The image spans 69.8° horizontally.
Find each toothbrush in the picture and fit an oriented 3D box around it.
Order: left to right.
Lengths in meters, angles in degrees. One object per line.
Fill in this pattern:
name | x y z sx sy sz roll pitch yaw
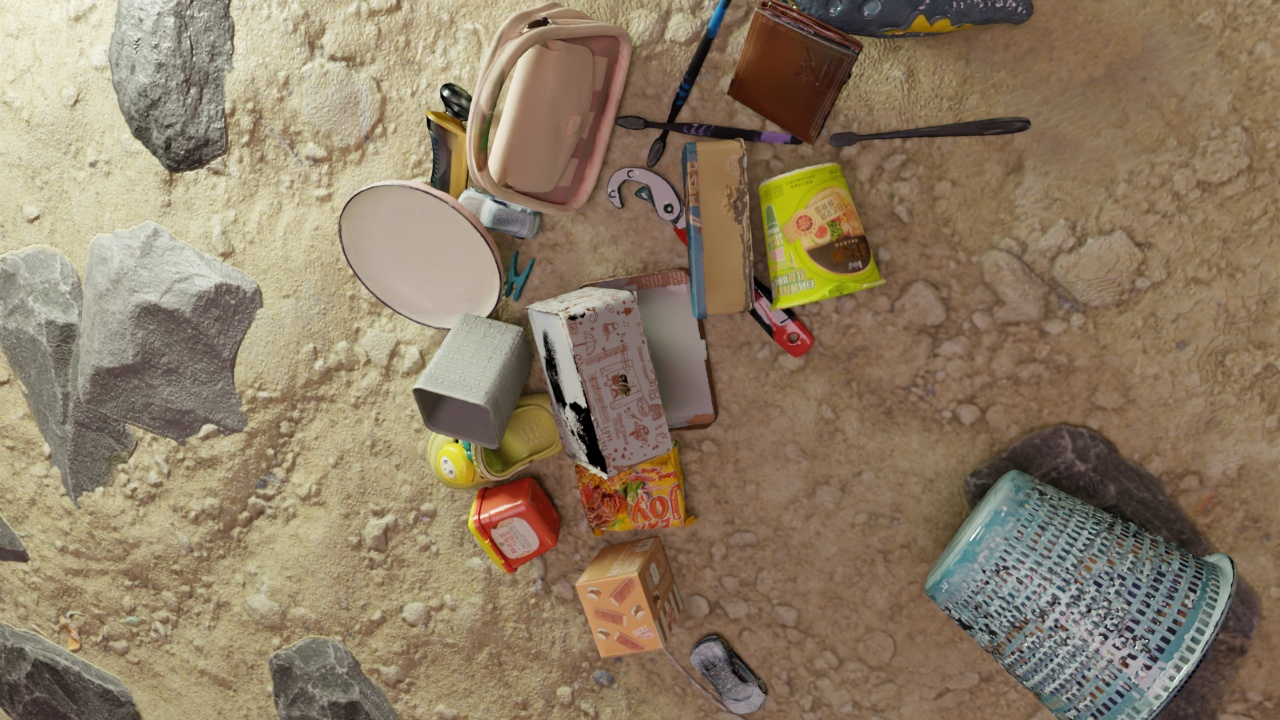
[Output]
toothbrush | 0.048 -0.278 0.912 0.014 0.016 0.190 28 110 3
toothbrush | 0.067 -0.228 0.909 0.189 0.016 0.014 8 104 6
toothbrush | 0.271 -0.215 0.864 0.181 0.018 0.015 -2 97 15

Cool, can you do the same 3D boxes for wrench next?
wrench | 0.075 -0.105 0.950 0.273 0.016 0.056 42 109 2

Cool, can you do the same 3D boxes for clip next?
clip | -0.135 -0.092 1.019 0.040 0.014 0.056 22 110 10

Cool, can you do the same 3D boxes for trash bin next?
trash bin | 0.388 0.214 0.855 0.195 0.226 0.227 36 112 18

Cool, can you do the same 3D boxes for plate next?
plate | -0.233 -0.118 0.999 0.192 0.038 0.193 12 135 12

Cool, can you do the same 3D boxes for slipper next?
slipper | -0.168 0.095 1.045 0.191 0.081 0.091 -21 95 18

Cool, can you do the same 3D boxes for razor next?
razor | -0.199 -0.211 0.990 0.067 0.062 0.168 2 114 -16

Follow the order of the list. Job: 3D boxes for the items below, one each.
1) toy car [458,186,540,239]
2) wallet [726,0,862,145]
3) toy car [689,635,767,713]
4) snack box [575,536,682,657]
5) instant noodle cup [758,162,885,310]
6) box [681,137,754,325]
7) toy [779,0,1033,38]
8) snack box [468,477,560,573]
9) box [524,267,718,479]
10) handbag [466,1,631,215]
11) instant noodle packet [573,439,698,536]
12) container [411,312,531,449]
toy car | -0.153 -0.157 0.987 0.090 0.034 0.043 14 112 -8
wallet | 0.139 -0.264 0.848 0.101 0.032 0.125 29 153 5
toy car | 0.102 0.367 1.064 0.049 0.031 0.105 -42 91 23
snack box | -0.011 0.266 1.036 0.077 0.092 0.094 -15 100 20
instant noodle cup | 0.164 -0.120 0.877 0.112 0.111 0.123 -13 93 19
box | 0.075 -0.121 0.894 0.061 0.090 0.184 -2 93 0
toy | 0.170 -0.372 0.812 0.356 0.091 0.138 39 100 1
snack box | -0.142 0.187 1.058 0.080 0.081 0.091 -23 116 13
box | -0.004 0.005 0.964 0.177 0.153 0.182 -19 105 -20
handbag | -0.101 -0.232 0.851 0.093 0.233 0.194 23 110 11
instant noodle packet | -0.006 0.145 1.030 0.128 0.044 0.111 -6 107 18
container | -0.176 0.019 0.997 0.090 0.114 0.090 15 146 10
